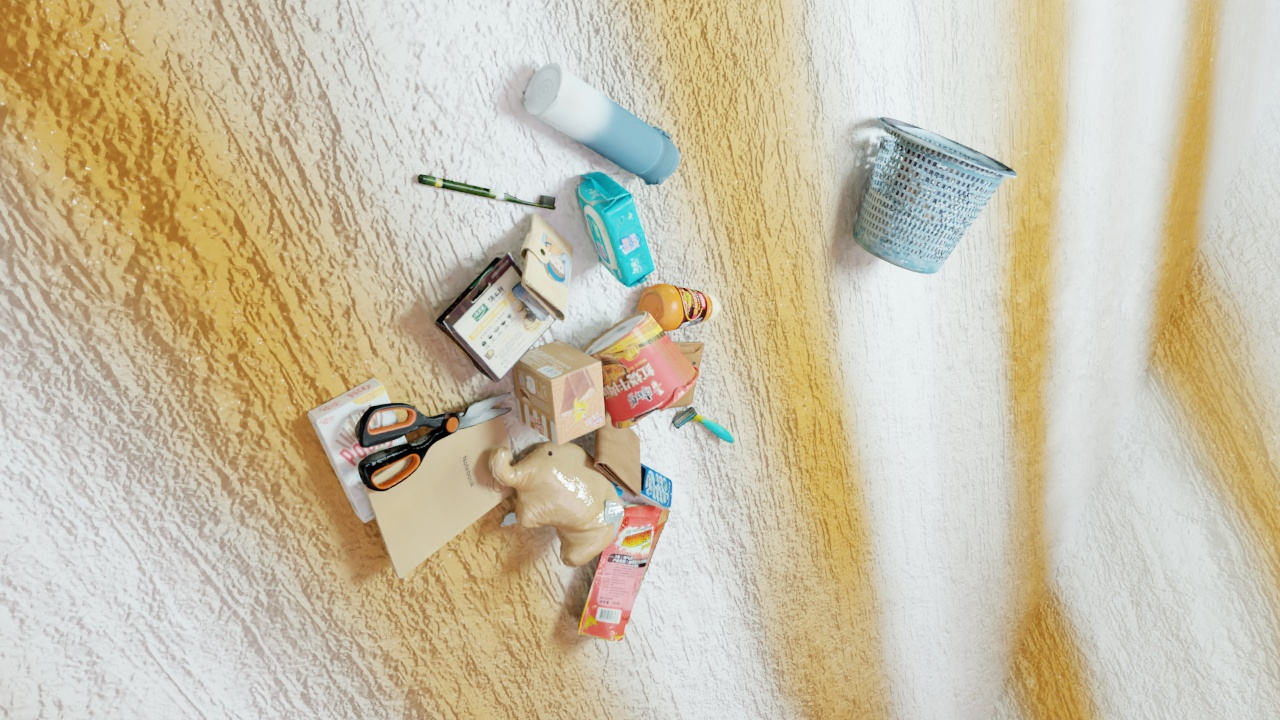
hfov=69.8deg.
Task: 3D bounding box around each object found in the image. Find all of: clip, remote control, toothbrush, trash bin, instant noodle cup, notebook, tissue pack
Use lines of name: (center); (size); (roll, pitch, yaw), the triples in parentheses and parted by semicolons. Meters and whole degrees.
clip: (-0.131, -0.070, 1.085); (0.024, 0.026, 0.056); (-47, 128, -24)
remote control: (0.006, 0.185, 1.377); (0.125, 0.024, 0.049); (36, 50, -45)
toothbrush: (-0.173, -0.196, 1.063); (0.185, 0.012, 0.017); (4, 100, -42)
trash bin: (0.444, -0.254, 1.459); (0.226, 0.226, 0.195); (0, 122, -41)
instant noodle cup: (-0.007, 0.007, 1.211); (0.137, 0.138, 0.108); (-38, 103, -22)
notebook: (-0.239, 0.155, 1.140); (0.207, 0.008, 0.148); (-36, 130, -38)
tissue pack: (-0.033, -0.165, 1.142); (0.050, 0.093, 0.133); (-27, 126, -11)

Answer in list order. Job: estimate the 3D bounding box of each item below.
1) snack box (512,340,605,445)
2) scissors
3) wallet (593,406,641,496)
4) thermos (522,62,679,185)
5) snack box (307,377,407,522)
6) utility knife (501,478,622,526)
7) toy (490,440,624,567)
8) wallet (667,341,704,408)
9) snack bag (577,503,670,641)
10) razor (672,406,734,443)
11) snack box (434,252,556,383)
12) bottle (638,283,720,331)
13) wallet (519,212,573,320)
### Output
snack box: (-0.104, 0.039, 1.173); (0.076, 0.093, 0.094); (-22, 122, -33)
scissors: (-0.242, 0.092, 1.097); (0.233, 0.022, 0.161); (17, 88, -52)
wallet: (-0.030, 0.126, 1.290); (0.115, 0.020, 0.101); (48, 32, -45)
thermos: (-0.039, -0.280, 1.107); (0.220, 0.070, 0.070); (20, 95, -45)
snack box: (-0.315, 0.106, 1.066); (0.084, 0.027, 0.157); (-32, 128, -27)
utility knife: (-0.109, 0.202, 1.299); (0.202, 0.018, 0.034); (-12, 117, -36)
toy: (-0.113, 0.172, 1.233); (0.226, 0.083, 0.143); (46, 51, -24)
wallet: (0.032, 0.022, 1.332); (0.131, 0.031, 0.108); (-4, 113, -41)
snack bag: (-0.029, 0.318, 1.394); (0.128, 0.073, 0.208); (14, 94, -48)
razor: (0.105, 0.104, 1.433); (0.043, 0.028, 0.132); (-42, 137, 21)
snack box: (-0.174, -0.054, 1.097); (0.113, 0.053, 0.126); (-49, 132, -15)
bottle: (0.063, -0.075, 1.296); (0.149, 0.067, 0.067); (-4, 112, -48)
wallet: (-0.113, -0.115, 1.101); (0.087, 0.024, 0.115); (48, 35, -42)
